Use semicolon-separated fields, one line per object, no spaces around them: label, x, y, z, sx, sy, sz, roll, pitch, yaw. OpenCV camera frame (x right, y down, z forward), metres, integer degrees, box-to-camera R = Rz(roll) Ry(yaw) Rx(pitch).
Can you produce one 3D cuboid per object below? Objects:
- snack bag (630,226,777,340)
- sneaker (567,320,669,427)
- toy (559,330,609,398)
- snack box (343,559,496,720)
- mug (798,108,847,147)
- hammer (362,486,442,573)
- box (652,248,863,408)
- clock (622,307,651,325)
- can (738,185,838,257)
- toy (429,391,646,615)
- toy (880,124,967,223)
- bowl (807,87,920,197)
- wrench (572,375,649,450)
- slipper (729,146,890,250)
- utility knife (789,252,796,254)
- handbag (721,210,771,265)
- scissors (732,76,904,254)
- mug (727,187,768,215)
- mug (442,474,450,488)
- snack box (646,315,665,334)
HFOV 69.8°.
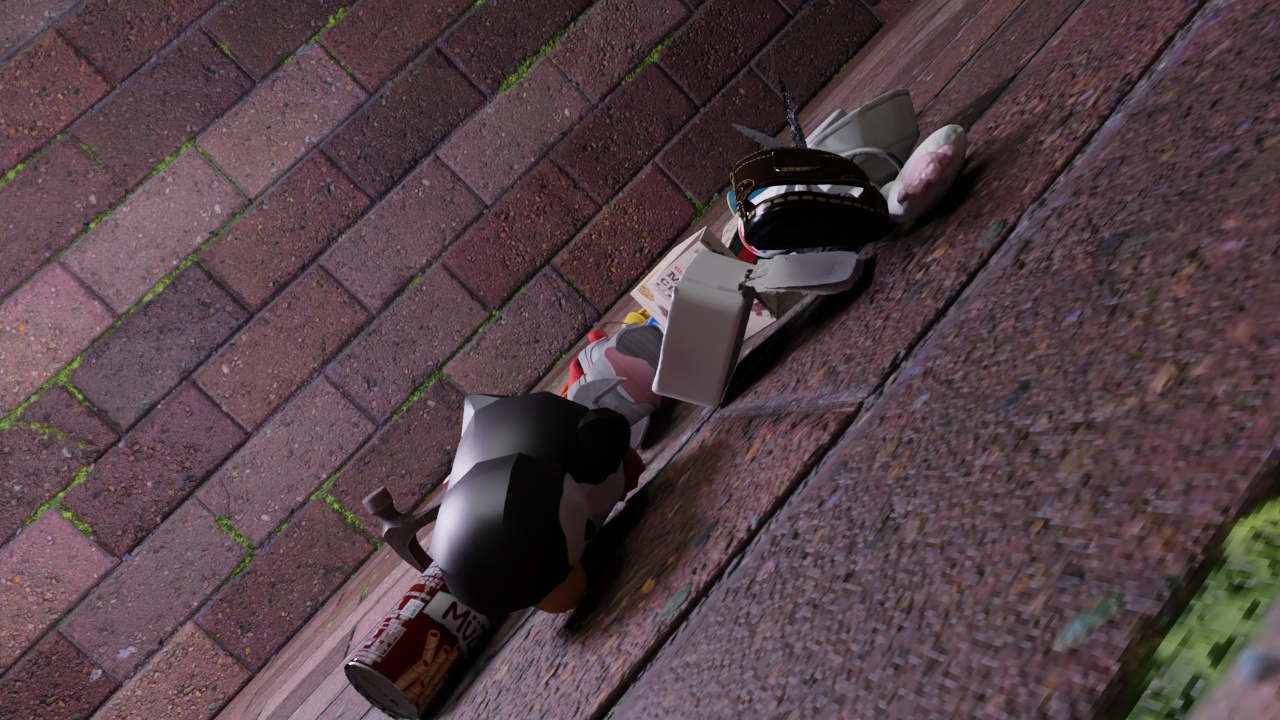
snack bag;0.064;-0.065;0.877;0.070;0.094;0.206;-46;6;-8
sneaker;-0.006;0.006;0.882;0.089;0.099;0.236;-42;9;10
toy;-0.045;0.014;1.212;0.132;0.088;0.094;-35;-20;-40
snack box;-0.159;0.206;0.701;0.072;0.072;0.121;-38;10;49
mug;0.223;-0.235;1.052;0.084;0.070;0.113;-42;5;25
hammer;-0.154;0.141;1.058;0.315;0.138;0.035;-31;9;9
box;0.094;-0.040;0.700;0.107;0.132;0.152;-61;-15;-62
clock;0.035;-0.064;1.202;0.114;0.052;0.151;-39;-3;31
can;0.154;-0.152;0.969;0.070;0.070;0.132;-47;6;-11
toy;-0.085;0.094;0.614;0.159;0.140;0.184;-44;7;12
toy;0.204;-0.131;0.654;0.079;0.038;0.122;-47;-3;19
bowl;0.208;-0.190;0.844;0.117;0.061;0.117;-30;-4;-3
wrench;-0.089;0.129;0.775;0.274;0.083;0.018;-50;-20;11
slipper;0.123;-0.124;0.691;0.113;0.076;0.267;-3;8;10
utility knife;0.150;-0.097;0.896;0.022;0.015;0.141;-22;11;12
handbag;0.114;-0.115;1.108;0.139;0.063;0.166;-62;4;26
scissors;0.157;-0.167;0.811;0.158;0.171;0.012;6;28;29
mug;0.192;-0.242;1.291;0.122;0.078;0.078;-36;11;34
mug;-0.144;0.135;0.935;0.117;0.096;0.080;-41;8;33
snack box;0.028;-0.034;1.066;0.087;0.033;0.154;-49;-5;-33
